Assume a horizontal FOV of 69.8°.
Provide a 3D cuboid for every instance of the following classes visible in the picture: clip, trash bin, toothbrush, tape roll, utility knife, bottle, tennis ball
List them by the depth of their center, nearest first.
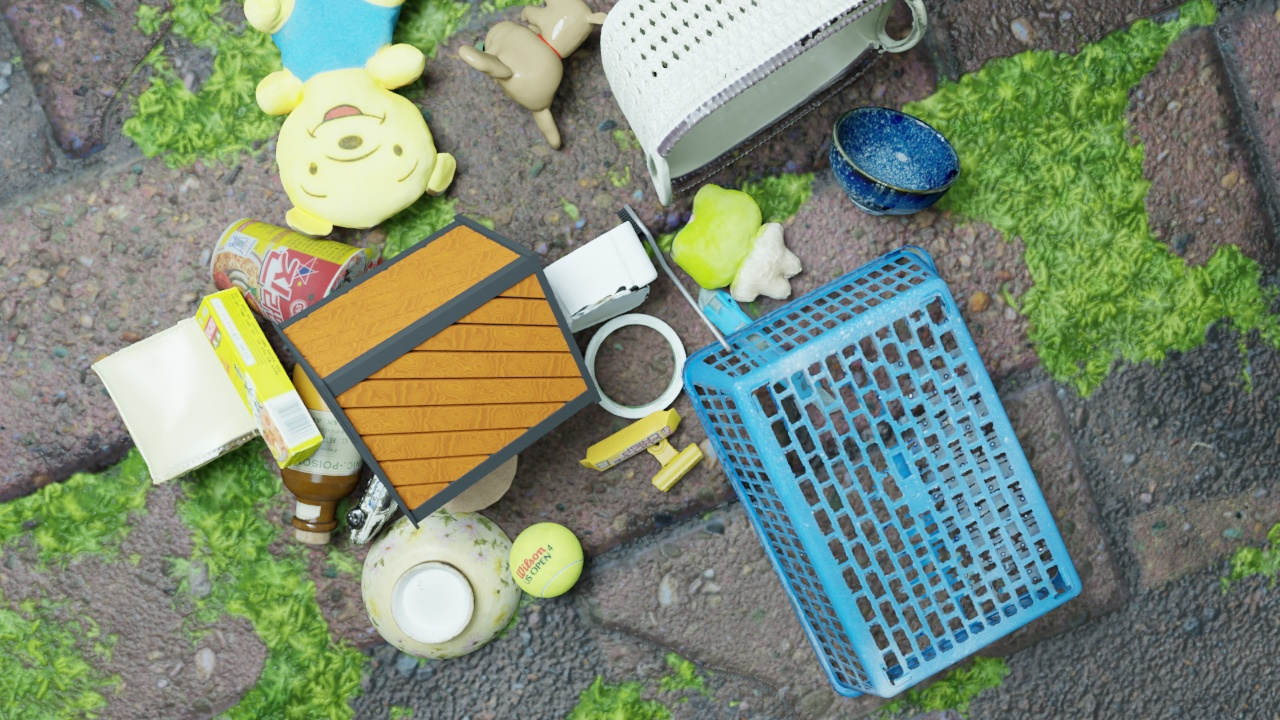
[{"bbox_3d":[-0.157,0.001,0.715,0.171,0.140,0.140,-35,125,-18],"label":"trash bin"},{"bbox_3d":[-0.275,0.081,0.797,0.068,0.068,0.157,9,93,-4],"label":"bottle"},{"bbox_3d":[0.031,-0.073,0.807,0.013,0.013,0.167,-38,75,6],"label":"toothbrush"},{"bbox_3d":[-0.084,0.177,0.817,0.065,0.065,0.065,0,94,-4],"label":"tennis ball"},{"bbox_3d":[-0.157,0.087,0.825,0.094,0.027,0.094,0,94,-4],"label":"tape roll"},{"bbox_3d":[-0.005,0.005,0.834,0.094,0.018,0.094,0,94,-4],"label":"tape roll"},{"bbox_3d":[0.027,0.090,0.838,0.054,0.047,0.046,-42,120,1],"label":"clip"},{"bbox_3d":[0.118,-0.008,0.843,0.175,0.015,0.031,41,94,-6],"label":"utility knife"}]

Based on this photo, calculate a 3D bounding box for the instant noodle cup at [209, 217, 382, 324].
[{"bbox_3d":[-0.295,-0.068,0.776,0.112,0.100,0.100,22,92,2],"label":"instant noodle cup"}]

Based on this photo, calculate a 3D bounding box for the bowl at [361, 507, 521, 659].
[{"bbox_3d":[-0.180,0.206,0.813,0.145,0.063,0.145,0,95,-4],"label":"bowl"}]

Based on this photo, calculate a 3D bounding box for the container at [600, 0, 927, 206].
[{"bbox_3d":[0.086,-0.253,0.746,0.251,0.185,0.143,-33,86,0],"label":"container"}]

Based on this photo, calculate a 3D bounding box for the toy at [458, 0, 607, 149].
[{"bbox_3d":[-0.086,-0.263,0.776,0.108,0.134,0.106,-51,53,1],"label":"toy"}]

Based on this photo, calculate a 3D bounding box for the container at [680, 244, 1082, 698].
[{"bbox_3d":[0.226,0.108,0.812,0.257,0.089,0.362,-27,97,-3],"label":"container"}]

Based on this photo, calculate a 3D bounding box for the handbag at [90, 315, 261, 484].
[{"bbox_3d":[-0.382,0.033,0.784,0.111,0.081,0.119,-28,94,-9],"label":"handbag"}]

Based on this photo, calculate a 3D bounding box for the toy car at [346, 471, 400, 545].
[{"bbox_3d":[-0.223,0.110,0.811,0.040,0.048,0.113,23,92,-5],"label":"toy car"}]

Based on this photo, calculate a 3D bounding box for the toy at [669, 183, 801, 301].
[{"bbox_3d":[0.089,-0.099,0.821,0.118,0.043,0.092,27,87,-9],"label":"toy"}]

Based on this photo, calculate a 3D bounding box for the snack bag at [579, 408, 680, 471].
[{"bbox_3d":[-0.009,0.073,0.829,0.099,0.026,0.020,-28,60,5],"label":"snack bag"}]

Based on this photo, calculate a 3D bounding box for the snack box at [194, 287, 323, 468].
[{"bbox_3d":[-0.309,0.014,0.743,0.028,0.040,0.148,-27,84,-41],"label":"snack box"}]

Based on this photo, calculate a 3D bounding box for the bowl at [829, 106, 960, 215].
[{"bbox_3d":[0.215,-0.165,0.808,0.114,0.061,0.114,6,50,-8],"label":"bowl"}]

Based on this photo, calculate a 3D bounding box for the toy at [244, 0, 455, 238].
[{"bbox_3d":[-0.243,-0.216,0.772,0.149,0.084,0.214,-12,97,-3],"label":"toy"}]

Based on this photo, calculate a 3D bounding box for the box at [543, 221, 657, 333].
[{"bbox_3d":[-0.033,-0.053,0.786,0.107,0.102,0.095,-32,97,-2],"label":"box"}]
